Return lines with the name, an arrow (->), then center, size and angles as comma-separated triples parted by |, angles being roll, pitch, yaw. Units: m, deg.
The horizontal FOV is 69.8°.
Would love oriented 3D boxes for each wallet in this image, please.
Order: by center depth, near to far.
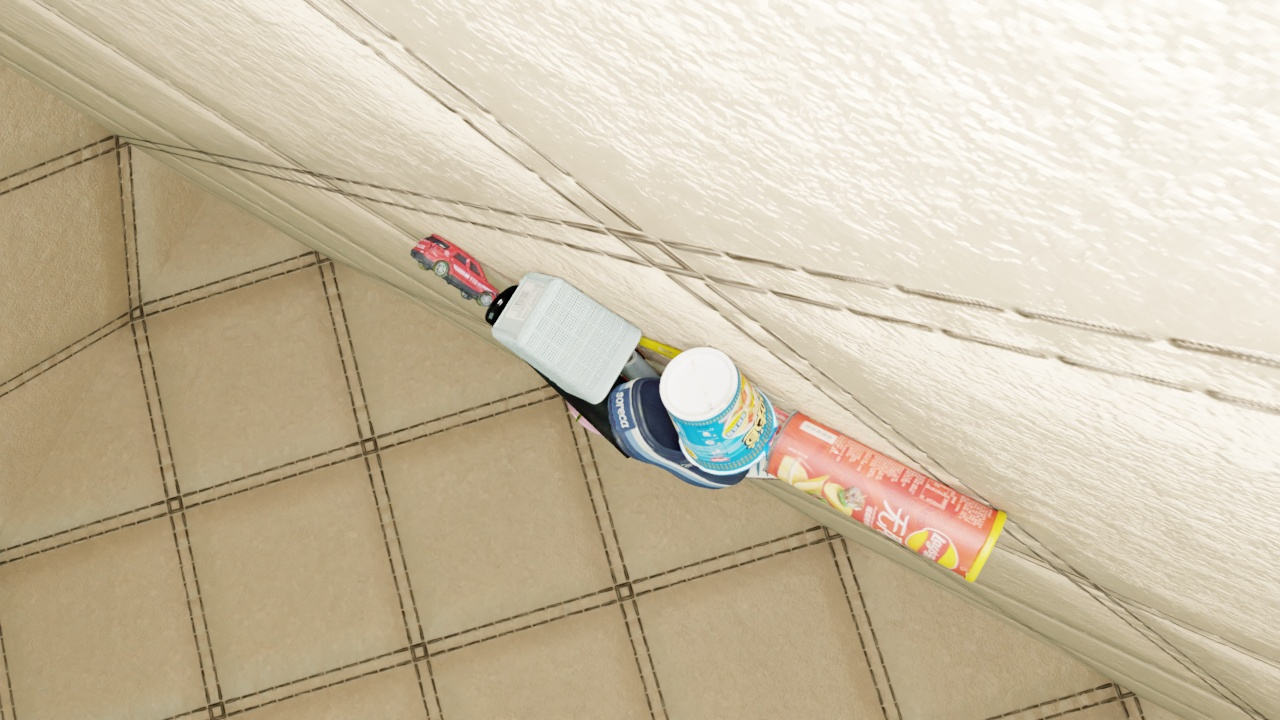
wallet -> -0.006, 0.006, 1.082 | 0.106, 0.037, 0.130 | 40, 175, 43

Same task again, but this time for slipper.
slipper -> 0.058, 0.069, 0.982 | 0.095, 0.105, 0.252 | -17, 156, 27

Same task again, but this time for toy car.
toy car -> -0.214, -0.105, 1.085 | 0.053, 0.045, 0.120 | 26, 169, 47

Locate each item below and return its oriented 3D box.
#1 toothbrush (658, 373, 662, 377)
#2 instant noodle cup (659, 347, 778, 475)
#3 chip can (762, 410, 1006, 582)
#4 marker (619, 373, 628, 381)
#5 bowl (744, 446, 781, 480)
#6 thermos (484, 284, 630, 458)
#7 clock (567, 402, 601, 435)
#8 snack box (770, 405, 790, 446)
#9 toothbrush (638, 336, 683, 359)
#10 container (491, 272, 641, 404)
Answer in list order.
toothbrush -> -0.015, 0.002, 1.197 | 0.191, 0.018, 0.016 | 31, 173, -37
instant noodle cup -> 0.067, 0.041, 0.839 | 0.099, 0.099, 0.110 | 25, 165, 29
chip can -> 0.226, 0.124, 0.863 | 0.217, 0.073, 0.073 | 27, 174, 19
marker -> -0.051, -0.005, 1.217 | 0.145, 0.017, 0.017 | 36, 176, 10
bowl -> 0.134, 0.117, 1.162 | 0.116, 0.066, 0.116 | 3, 173, 0
thermos -> -0.074, 0.007, 1.097 | 0.242, 0.069, 0.089 | 43, -153, 12
clock -> -0.026, 0.051, 1.240 | 0.158, 0.060, 0.117 | 10, -139, -30
snack box -> 0.149, 0.076, 1.025 | 0.075, 0.025, 0.153 | 30, 174, -3
toothbrush -> -0.006, -0.020, 0.977 | 0.015, 0.016, 0.190 | 33, 173, -41
container -> -0.077, -0.027, 0.923 | 0.111, 0.090, 0.090 | 36, 171, -31
